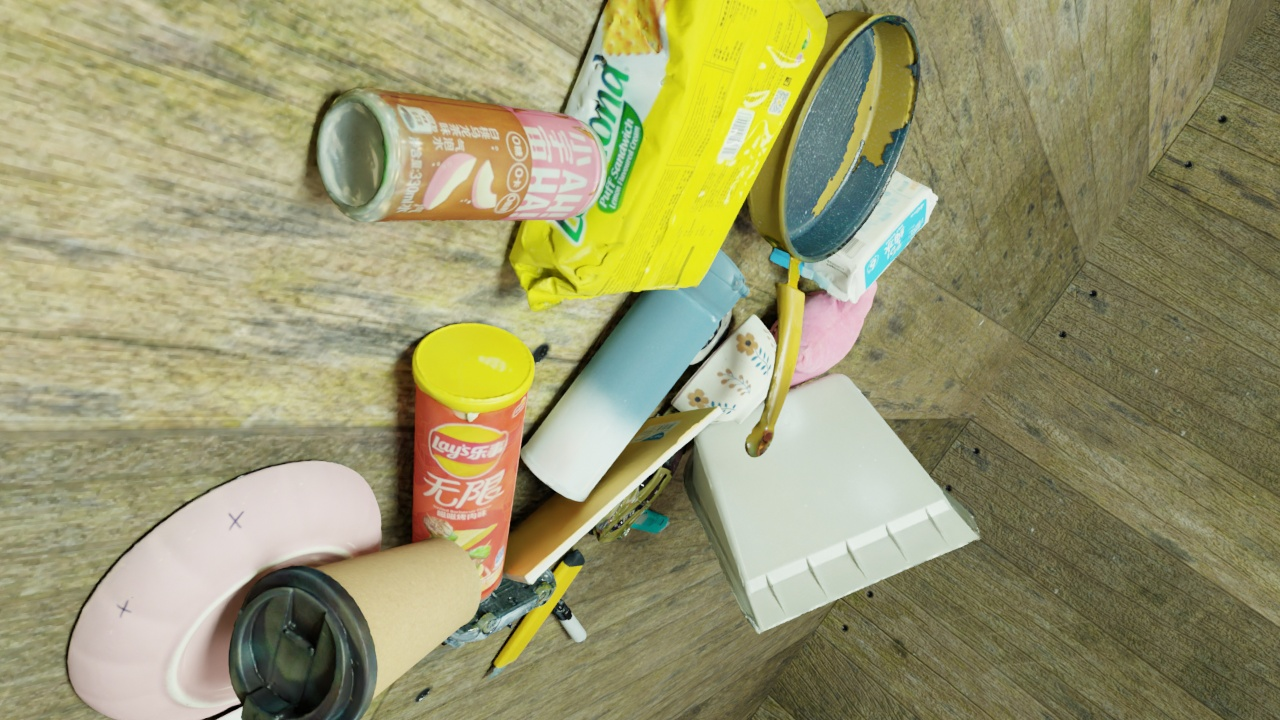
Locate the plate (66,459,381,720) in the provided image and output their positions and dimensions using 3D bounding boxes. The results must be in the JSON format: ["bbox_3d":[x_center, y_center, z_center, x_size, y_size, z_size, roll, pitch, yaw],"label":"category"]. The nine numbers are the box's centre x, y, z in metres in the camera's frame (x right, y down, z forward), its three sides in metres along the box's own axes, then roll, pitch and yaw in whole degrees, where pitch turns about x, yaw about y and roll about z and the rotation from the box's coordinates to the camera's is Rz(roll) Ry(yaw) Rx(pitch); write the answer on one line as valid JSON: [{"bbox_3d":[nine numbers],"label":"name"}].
[{"bbox_3d":[-0.230,0.147,0.548,0.192,0.039,0.193,-39,152,-26],"label":"plate"}]

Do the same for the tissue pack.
[{"bbox_3d":[0.198,-0.123,0.848,0.140,0.090,0.063,-46,149,-13],"label":"tissue pack"}]

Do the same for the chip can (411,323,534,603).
[{"bbox_3d":[-0.116,0.076,0.609,0.073,0.073,0.217,-31,148,-37],"label":"chip can"}]

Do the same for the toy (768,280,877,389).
[{"bbox_3d":[0.162,-0.016,0.921,0.178,0.074,0.194,-44,178,6],"label":"toy"}]

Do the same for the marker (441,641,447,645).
[{"bbox_3d":[-0.134,0.228,0.847,0.123,0.015,0.018,-24,142,-40],"label":"marker"}]

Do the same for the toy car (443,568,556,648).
[{"bbox_3d":[-0.124,0.202,0.780,0.120,0.054,0.037,-18,136,-51],"label":"toy car"}]

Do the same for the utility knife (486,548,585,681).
[{"bbox_3d":[-0.108,0.257,0.926,0.173,0.015,0.033,-55,149,10],"label":"utility knife"}]

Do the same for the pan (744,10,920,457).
[{"bbox_3d":[0.137,-0.097,0.732,0.197,0.078,0.357,10,106,-58],"label":"pan"}]

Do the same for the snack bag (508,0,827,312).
[{"bbox_3d":[0.025,-0.142,0.563,0.157,0.068,0.247,-11,132,-54],"label":"snack bag"}]

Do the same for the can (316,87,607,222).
[{"bbox_3d":[-0.082,-0.098,0.452,0.147,0.058,0.058,-13,135,-53],"label":"can"}]

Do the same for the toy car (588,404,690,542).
[{"bbox_3d":[0.004,0.108,0.888,0.158,0.042,0.070,-54,155,-2],"label":"toy car"}]

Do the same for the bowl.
[{"bbox_3d":[0.088,0.018,0.844,0.113,0.062,0.113,-47,173,-8],"label":"bowl"}]

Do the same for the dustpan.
[{"bbox_3d":[0.158,0.127,0.910,0.222,0.257,0.143,-21,150,-6],"label":"dustpan"}]

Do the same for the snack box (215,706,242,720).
[{"bbox_3d":[-0.258,0.244,0.610,0.085,0.027,0.156,-40,166,35],"label":"snack box"}]

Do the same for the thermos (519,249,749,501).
[{"bbox_3d":[-0.004,0.004,0.704,0.220,0.070,0.070,-53,155,5],"label":"thermos"}]

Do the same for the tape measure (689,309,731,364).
[{"bbox_3d":[0.048,-0.031,0.785,0.065,0.033,0.066,-40,152,-29],"label":"tape measure"}]

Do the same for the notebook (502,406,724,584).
[{"bbox_3d":[-0.039,0.106,0.752,0.205,0.010,0.146,-39,-171,-26],"label":"notebook"}]

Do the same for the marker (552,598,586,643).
[{"bbox_3d":[-0.077,0.290,1.012,0.018,0.022,0.131,-49,154,-19],"label":"marker"}]

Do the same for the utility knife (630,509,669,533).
[{"bbox_3d":[0.005,0.174,1.005,0.029,0.013,0.160,-50,155,1],"label":"utility knife"}]

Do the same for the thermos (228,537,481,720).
[{"bbox_3d":[-0.158,0.151,0.532,0.093,0.093,0.143,-60,162,17],"label":"thermos"}]
